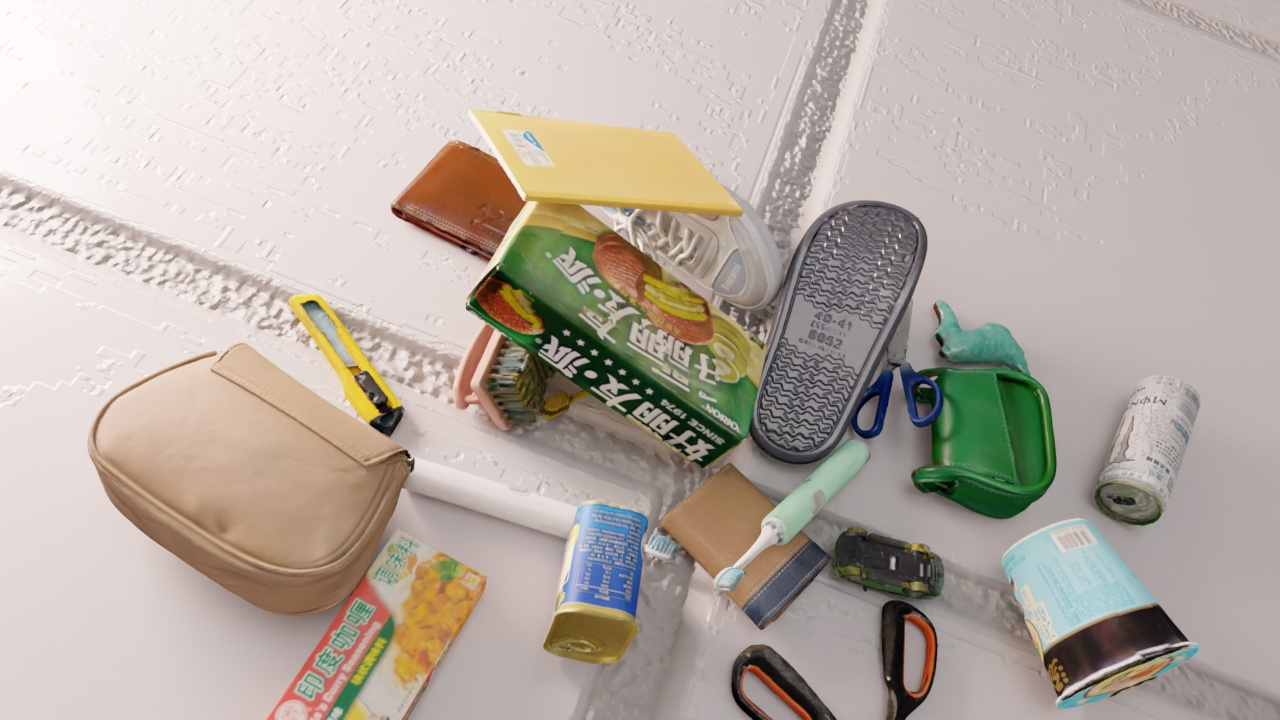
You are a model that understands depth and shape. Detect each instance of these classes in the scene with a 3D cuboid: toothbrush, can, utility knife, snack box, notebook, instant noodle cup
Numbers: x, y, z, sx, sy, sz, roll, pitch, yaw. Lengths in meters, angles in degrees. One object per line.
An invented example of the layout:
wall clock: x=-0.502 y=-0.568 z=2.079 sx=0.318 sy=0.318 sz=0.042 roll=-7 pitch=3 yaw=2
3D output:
toothbrush: x=0.122 y=0.119 z=0.723 sx=0.223 sy=0.027 sz=0.026 roll=-31 pitch=104 yaw=-44
can: x=0.468 y=0.080 z=0.845 sx=0.058 sy=0.058 sz=0.146 roll=35 pitch=58 yaw=9
utility knife: x=-0.241 y=0.000 z=0.749 sx=0.033 sy=0.015 sz=0.154 roll=-30 pitch=70 yaw=-31
toothbrush: x=-0.077 y=0.118 z=0.709 sx=0.221 sy=0.026 sz=0.026 roll=18 pitch=100 yaw=-2
can: x=-0.030 y=0.158 z=0.651 sx=0.057 sy=0.102 sz=0.083 roll=13 pitch=55 yaw=-5
toothbrush: x=-0.005 y=0.005 z=0.803 sx=0.189 sy=0.017 sz=0.015 roll=-26 pitch=68 yaw=-26
snack box: x=-0.178 y=0.200 z=0.633 sx=0.077 sy=0.027 sz=0.155 roll=26 pitch=56 yaw=5
notebook: x=-0.028 y=-0.169 z=0.784 sx=0.206 sy=0.010 sz=0.145 roll=-2 pitch=40 yaw=-31
snack box: x=-0.012 y=-0.026 z=0.740 sx=0.240 sy=0.063 sz=0.114 roll=36 pitch=43 yaw=-14
instant noodle cup: x=0.350 y=0.195 z=0.726 sx=0.111 sy=0.111 sz=0.120 roll=-7 pitch=52 yaw=-18

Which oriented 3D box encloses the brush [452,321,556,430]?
brush: x=-0.105 y=-0.017 z=0.769 sx=0.073 sy=0.063 sz=0.145 roll=0 pitch=52 yaw=22

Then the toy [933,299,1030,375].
toy: x=0.324 y=-0.021 z=0.892 sx=0.091 sy=0.030 sz=0.096 roll=-2 pitch=53 yaw=-17

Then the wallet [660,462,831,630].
wallet: x=0.084 y=0.145 z=0.729 sx=0.115 sy=0.033 sz=0.090 roll=44 pitch=56 yaw=16

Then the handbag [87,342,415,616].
handbag: x=-0.270 y=0.082 z=0.647 sx=0.204 sy=0.100 sz=0.147 roll=32 pitch=49 yaw=7

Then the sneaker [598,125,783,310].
sneaker: x=0.025 y=-0.130 z=0.847 sx=0.242 sy=0.090 sz=0.090 roll=43 pitch=43 yaw=18

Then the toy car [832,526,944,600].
toy car: x=0.198 y=0.166 z=0.739 sx=0.091 sy=0.036 sz=0.043 roll=17 pitch=57 yaw=-4

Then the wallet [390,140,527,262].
wallet: x=-0.153 y=-0.147 z=0.855 sx=0.124 sy=0.032 sz=0.101 roll=25 pitch=59 yaw=3

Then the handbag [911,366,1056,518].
handbag: x=0.298 y=0.069 z=0.812 sx=0.120 sy=0.068 sz=0.131 roll=10 pitch=58 yaw=2

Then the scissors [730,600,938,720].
scissors: x=0.168 y=0.275 z=0.673 sx=0.221 sy=0.022 sz=0.233 roll=24 pitch=56 yaw=3

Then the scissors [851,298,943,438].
scissors: x=0.228 y=0.007 z=0.846 sx=0.140 sy=0.012 sz=0.171 roll=-35 pitch=32 yaw=4

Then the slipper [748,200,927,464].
slipper: x=0.170 y=-0.026 z=0.836 sx=0.111 sy=0.083 sz=0.267 roll=24 pitch=74 yaw=9
